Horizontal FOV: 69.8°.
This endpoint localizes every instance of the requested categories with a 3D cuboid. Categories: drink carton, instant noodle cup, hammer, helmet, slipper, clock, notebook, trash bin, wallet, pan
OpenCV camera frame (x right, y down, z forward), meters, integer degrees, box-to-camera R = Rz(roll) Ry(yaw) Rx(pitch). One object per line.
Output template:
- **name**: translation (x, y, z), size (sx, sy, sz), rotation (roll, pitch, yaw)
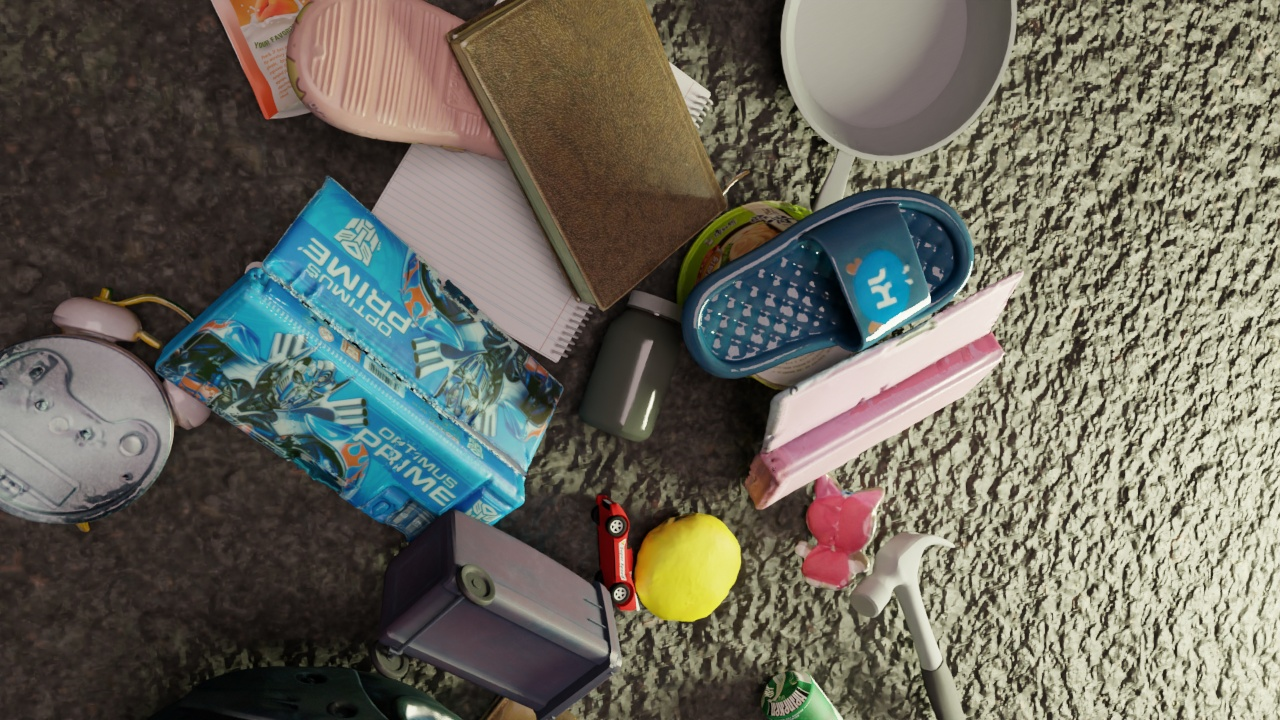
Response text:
- **drink carton**: translation (-0.243, -0.229, 0.609), size (0.069, 0.039, 0.122), rotation (-25, 98, -16)
- **instant noodle cup**: translation (0.108, -0.046, 0.706), size (0.146, 0.098, 0.146), rotation (-3, 106, -12)
- **hammer**: translation (0.276, 0.292, 0.845), size (0.124, 0.030, 0.311), rotation (-38, 115, -35)
- **helmet**: translation (-0.195, 0.314, 0.575), size (0.316, 0.236, 0.249), rotation (2, 99, -12)
- **slipper**: translation (0.130, -0.051, 0.627), size (0.213, 0.059, 0.104), rotation (-20, 107, -5)
- **clock**: translation (-0.347, 0.026, 0.585), size (0.117, 0.059, 0.157), rotation (43, 81, -20)
- **notebook**: translation (-0.013, -0.171, 0.656), size (0.189, 0.034, 0.215), rotation (-40, 122, -24)
- **notebook**: translation (-0.072, -0.146, 0.689), size (0.178, 0.013, 0.245), rotation (31, 86, -19)
- **trash bin**: translation (-0.096, 0.186, 0.653), size (0.094, 0.092, 0.161), rotation (-42, 123, 18)
- **slipper**: translation (-0.146, -0.187, 0.620), size (0.197, 0.082, 0.093), rotation (2, 95, -41)
- **wallet**: translation (-0.100, 0.324, 0.729), size (0.098, 0.027, 0.121), rotation (42, 83, -16)
- **pan**: translation (0.176, -0.192, 0.752), size (0.200, 0.050, 0.357), rotation (17, 104, -18)

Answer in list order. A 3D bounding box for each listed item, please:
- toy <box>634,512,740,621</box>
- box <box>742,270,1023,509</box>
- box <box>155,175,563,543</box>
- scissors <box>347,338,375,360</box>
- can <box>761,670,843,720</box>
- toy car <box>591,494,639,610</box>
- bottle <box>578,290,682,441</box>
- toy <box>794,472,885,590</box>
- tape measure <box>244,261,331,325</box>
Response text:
- **toy**: translation (0.039, 0.170, 0.751), size (0.095, 0.041, 0.094), rotation (-20, 108, -17)
- **box**: translation (0.194, 0.030, 0.729), size (0.232, 0.179, 0.039), rotation (-26, 66, -14)
- **box**: translation (-0.167, 0.018, 0.622), size (0.170, 0.071, 0.243), rotation (-51, 121, -9)
- **scissors**: translation (-0.235, 0.000, 0.649), size (0.127, 0.015, 0.125), rotation (-5, 97, -17)
- **can**: translation (0.148, 0.319, 0.801), size (0.053, 0.053, 0.101), rotation (-39, 107, -12)
- **toy car**: translation (-0.020, 0.153, 0.729), size (0.025, 0.038, 0.089), rotation (-6, 98, -22)
- **bottle**: translation (-0.004, 0.004, 0.705), size (0.060, 0.060, 0.108), rotation (20, 89, -21)
- **toy**: translation (0.170, 0.151, 0.795), size (0.065, 0.050, 0.102), rotation (15, 70, 11)
- **tape measure**: translation (-0.237, -0.036, 0.628), size (0.064, 0.017, 0.065), rotation (4, 92, -20)
